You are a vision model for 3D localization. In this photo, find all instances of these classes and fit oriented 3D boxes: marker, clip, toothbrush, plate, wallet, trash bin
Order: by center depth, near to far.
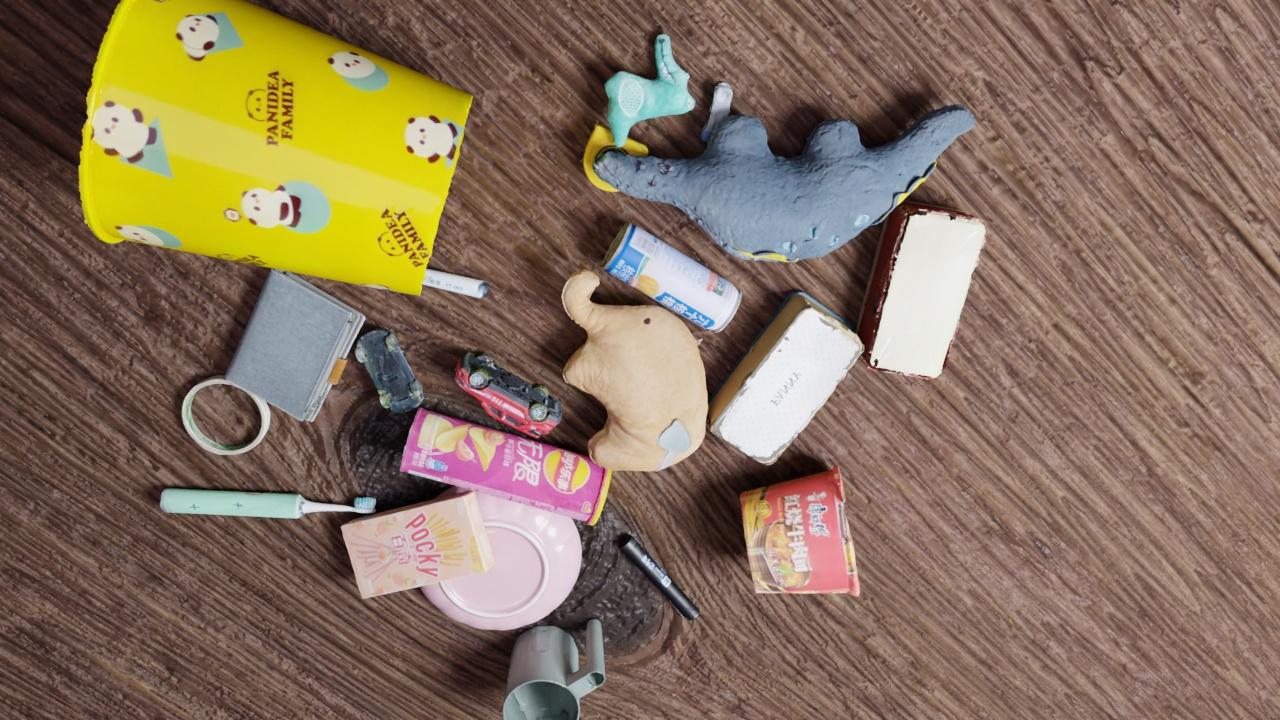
[{"bbox_3d":[-0.290,-0.176,0.778,0.255,0.229,0.230,15,109,-14],"label":"trash bin"},{"bbox_3d":[0.075,-0.234,0.874,0.024,0.029,0.057,10,116,-5],"label":"clip"},{"bbox_3d":[-0.217,-0.082,0.915,0.130,0.018,0.023,13,117,-7],"label":"marker"},{"bbox_3d":[-0.346,-0.014,0.924,0.106,0.037,0.130,30,105,-2],"label":"wallet"},{"bbox_3d":[-0.399,0.155,0.987,0.224,0.026,0.027,4,88,-4],"label":"toothbrush"},{"bbox_3d":[-0.161,0.223,1.017,0.192,0.039,0.193,-1,110,-2],"label":"plate"},{"bbox_3d":[0.021,0.249,1.047,0.022,0.020,0.132,-26,113,37],"label":"marker"}]

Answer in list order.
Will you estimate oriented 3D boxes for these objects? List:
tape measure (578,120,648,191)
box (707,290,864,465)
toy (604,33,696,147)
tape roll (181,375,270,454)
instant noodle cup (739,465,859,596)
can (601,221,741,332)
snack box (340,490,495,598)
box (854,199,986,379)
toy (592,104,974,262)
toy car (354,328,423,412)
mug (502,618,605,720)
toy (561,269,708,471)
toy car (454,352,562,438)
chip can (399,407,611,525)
[{"bbox_3d":[-0.027,-0.192,0.878,0.060,0.029,0.057,22,106,-11],"label":"tape measure"},{"bbox_3d":[0.150,0.014,0.948,0.090,0.059,0.184,35,103,-15],"label":"box"},{"bbox_3d":[0.009,-0.252,0.854,0.091,0.030,0.096,-13,104,-20],"label":"toy"},{"bbox_3d":[-0.432,0.057,0.956,0.086,0.014,0.086,-1,110,-2],"label":"tape roll"},{"bbox_3d":[0.168,0.187,0.979,0.109,0.137,0.138,-10,110,10],"label":"instant noodle cup"},{"bbox_3d":[0.032,-0.081,0.908,0.134,0.053,0.053,29,106,-13],"label":"can"},{"bbox_3d":[-0.239,0.197,0.980,0.157,0.026,0.084,-16,92,18],"label":"snack box"},{"bbox_3d":[0.279,-0.068,0.914,0.091,0.076,0.168,8,110,-5],"label":"box"},{"bbox_3d":[0.135,-0.162,0.864,0.356,0.091,0.138,-5,110,-2],"label":"toy"},{"bbox_3d":[-0.255,0.009,0.937,0.043,0.034,0.090,-22,107,8],"label":"toy car"},{"bbox_3d":[-0.093,0.352,1.034,0.124,0.103,0.083,-33,108,8],"label":"mug"},{"bbox_3d":[-0.006,0.005,0.924,0.143,0.082,0.226,-21,108,-12],"label":"toy"},{"bbox_3d":[-0.138,0.037,0.943,0.120,0.052,0.045,33,107,-15],"label":"toy car"},{"bbox_3d":[-0.140,0.110,0.960,0.210,0.071,0.071,17,108,-9],"label":"chip can"}]
